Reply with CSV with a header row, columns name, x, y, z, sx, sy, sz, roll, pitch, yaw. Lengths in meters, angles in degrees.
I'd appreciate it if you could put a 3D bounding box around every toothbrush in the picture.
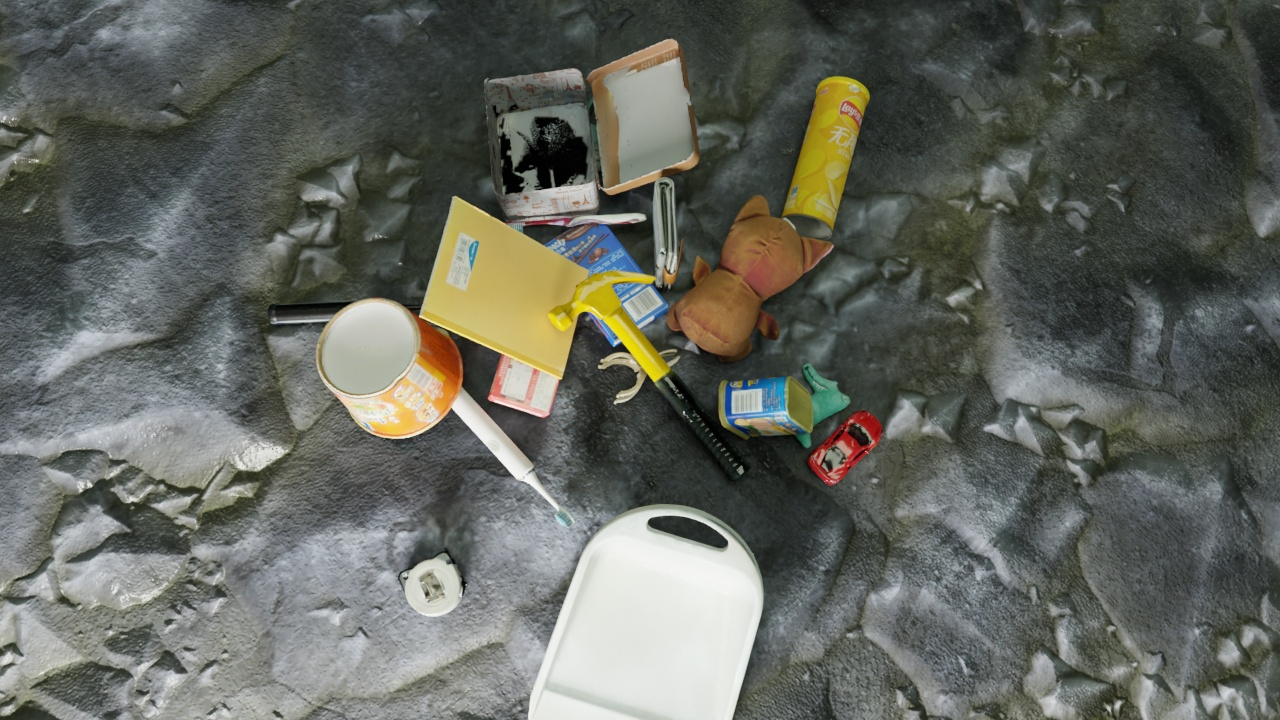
name,x,y,z,sx,sy,sz,roll,pitch,yaw
toothbrush,-0.345,-0.061,1.115,0.213,0.027,0.026,-3,84,4
toothbrush,-0.155,0.114,1.093,0.221,0.027,0.026,46,41,9
toothbrush,-0.085,-0.172,1.157,0.187,0.016,0.017,-4,79,-5

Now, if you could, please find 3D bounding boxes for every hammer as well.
name,x,y,z,sx,sy,sz,roll,pitch,yaw
hammer,0.029,0.019,1.095,0.128,0.033,0.300,-39,93,-12

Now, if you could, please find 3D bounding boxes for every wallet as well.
name,x,y,z,sx,sy,sz,roll,pitch,yaw
wallet,0.034,-0.148,1.126,0.037,0.130,0.106,-3,74,-1

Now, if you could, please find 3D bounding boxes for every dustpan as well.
name,x,y,z,sx,sy,sz,roll,pitch,yaw
dustpan,0.017,0.293,0.995,0.223,0.143,0.257,16,72,1

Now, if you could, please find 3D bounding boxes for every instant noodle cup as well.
name,x,y,z,sx,sy,sz,roll,pitch,yaw
instant noodle cup,-0.293,0.003,1.056,0.151,0.111,0.151,-3,70,7

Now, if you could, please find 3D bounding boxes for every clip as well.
name,x,y,z,sx,sy,sz,roll,pitch,yaw
clip,-0.009,0.004,1.130,0.096,0.035,0.101,39,71,6

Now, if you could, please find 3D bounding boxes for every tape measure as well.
name,x,y,z,sx,sy,sz,roll,pitch,yaw
tape measure,-0.234,0.257,1.043,0.065,0.034,0.066,-28,77,-9

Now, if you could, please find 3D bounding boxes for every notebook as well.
name,x,y,z,sx,sy,sz,roll,pitch,yaw
notebook,-0.150,-0.079,1.058,0.206,0.010,0.145,26,70,-41

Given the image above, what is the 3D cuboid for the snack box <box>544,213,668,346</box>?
name,x,y,z,sx,sy,sz,roll,pitch,yaw
snack box,-0.045,-0.103,1.161,0.084,0.026,0.157,-34,78,-13

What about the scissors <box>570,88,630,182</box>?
name,x,y,z,sx,sy,sz,roll,pitch,yaw
scissors,-0.057,-0.305,1.224,0.185,0.019,0.129,-37,79,-14

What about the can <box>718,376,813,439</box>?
name,x,y,z,sx,sy,sz,roll,pitch,yaw
can,0.149,0.055,1.076,0.083,0.102,0.057,-6,71,26

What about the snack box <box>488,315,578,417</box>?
name,x,y,z,sx,sy,sz,roll,pitch,yaw
snack box,-0.128,-0.013,1.122,0.075,0.025,0.152,19,73,-14

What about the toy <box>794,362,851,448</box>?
name,x,y,z,sx,sy,sz,roll,pitch,yaw
toy,0.213,0.051,1.135,0.091,0.030,0.096,-25,70,-15

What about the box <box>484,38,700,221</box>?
name,x,y,z,sx,sy,sz,roll,pitch,yaw
box,-0.060,-0.284,1.151,0.261,0.103,0.178,-9,70,3

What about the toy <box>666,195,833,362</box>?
name,x,y,z,sx,sy,sz,roll,pitch,yaw
toy,0.131,-0.096,1.128,0.140,0.130,0.199,34,96,4

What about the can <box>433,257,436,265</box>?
name,x,y,z,sx,sy,sz,roll,pitch,yaw
can,-0.204,-0.092,1.104,0.075,0.111,0.075,1,74,-4

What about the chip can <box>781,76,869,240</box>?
name,x,y,z,sx,sy,sz,roll,pitch,yaw
chip can,0.242,-0.264,1.206,0.072,0.072,0.213,17,75,1

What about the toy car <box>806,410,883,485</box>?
name,x,y,z,sx,sy,sz,roll,pitch,yaw
toy car,0.253,0.104,1.121,0.106,0.031,0.049,-40,81,-15
